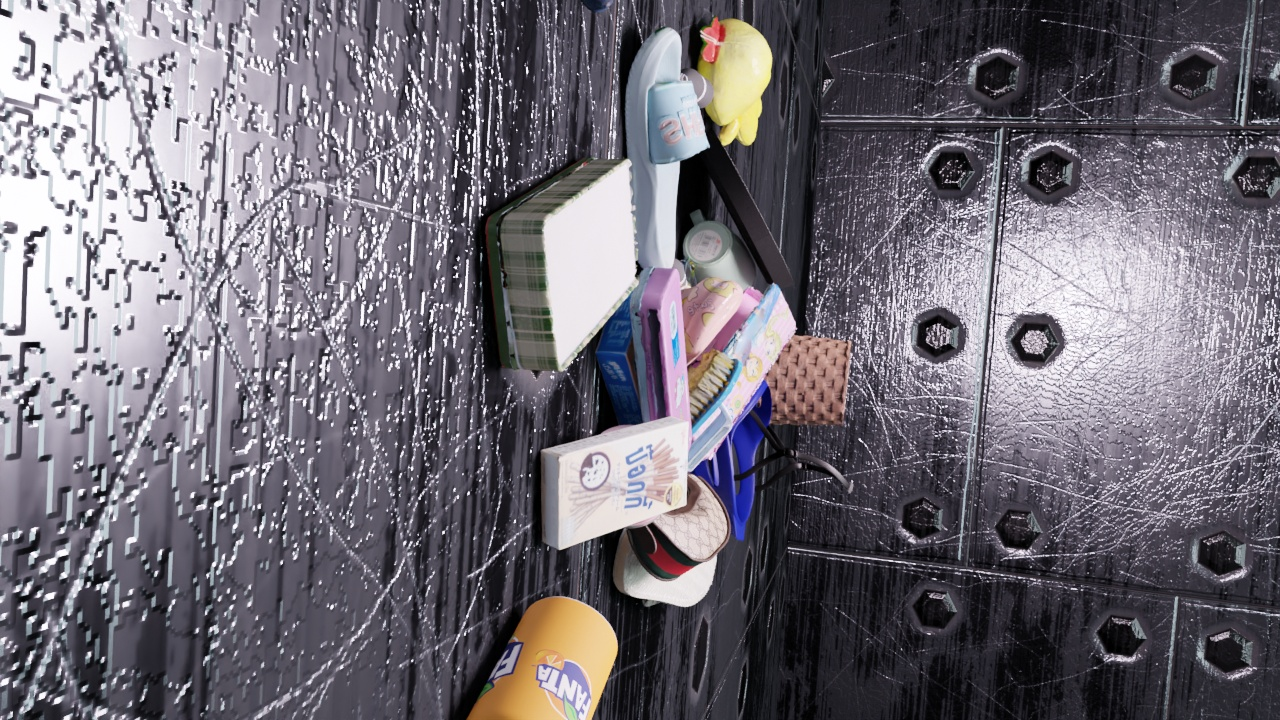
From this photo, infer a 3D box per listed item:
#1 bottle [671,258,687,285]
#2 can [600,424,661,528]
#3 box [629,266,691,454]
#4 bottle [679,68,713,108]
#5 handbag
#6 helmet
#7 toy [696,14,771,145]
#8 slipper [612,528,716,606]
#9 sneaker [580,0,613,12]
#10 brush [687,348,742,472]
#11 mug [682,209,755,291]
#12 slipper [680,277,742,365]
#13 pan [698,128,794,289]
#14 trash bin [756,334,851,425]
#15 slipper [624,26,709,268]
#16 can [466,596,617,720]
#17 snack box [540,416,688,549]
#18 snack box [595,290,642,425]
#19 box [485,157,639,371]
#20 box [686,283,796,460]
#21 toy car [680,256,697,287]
[{"bbox_3d":[0.037,-0.095,1.054,0.113,0.030,0.030,71,28,-57],"label":"bottle"},{"bbox_3d":[-0.011,0.109,0.867,0.067,0.067,0.076,-66,156,-51],"label":"can"},{"bbox_3d":[0.019,0.016,0.878,0.076,0.036,0.214,-65,155,-52],"label":"box"},{"bbox_3d":[0.058,-0.313,1.053,0.109,0.036,0.036,-27,120,-72],"label":"bottle"},{"bbox_3d":[0.026,0.157,0.977,0.138,0.063,0.166,56,25,6],"label":"handbag"},{"bbox_3d":[0.151,0.105,1.157,0.147,0.228,0.241,37,53,-67],"label":"helmet"},{"bbox_3d":[0.125,-0.358,1.188,0.208,0.092,0.133,56,43,-70],"label":"toy"},{"bbox_3d":[0.028,0.233,1.079,0.272,0.054,0.114,24,69,-64],"label":"slipper"},{"bbox_3d":[-0.029,-0.312,0.653,0.127,0.121,0.294,-65,166,13],"label":"sneaker"},{"bbox_3d":[0.066,0.053,0.986,0.136,0.075,0.055,-49,-156,17],"label":"brush"},{"bbox_3d":[0.092,-0.142,1.176,0.111,0.084,0.104,70,11,23],"label":"mug"},{"bbox_3d":[0.046,-0.045,1.025,0.093,0.081,0.198,-51,178,-18],"label":"slipper"},{"bbox_3d":[0.153,-0.176,1.244,0.225,0.034,0.356,65,9,20],"label":"pan"},{"bbox_3d":[0.186,0.025,1.297,0.151,0.210,0.151,6,89,-75],"label":"trash bin"},{"bbox_3d":[0.032,-0.205,0.921,0.103,0.074,0.246,-54,147,-64],"label":"slipper"},{"bbox_3d":[-0.072,0.243,0.659,0.142,0.079,0.079,-59,150,-58],"label":"can"},{"bbox_3d":[-0.019,0.101,0.781,0.149,0.026,0.082,-11,108,-43],"label":"snack box"},{"bbox_3d":[-0.005,0.005,0.921,0.151,0.034,0.087,74,26,-51],"label":"snack box"},{"bbox_3d":[-0.053,-0.080,0.697,0.205,0.050,0.118,-59,147,-60],"label":"box"},{"bbox_3d":[0.110,0.007,1.086,0.229,0.084,0.077,-53,-177,-27],"label":"box"},{"bbox_3d":[0.055,-0.089,1.129,0.090,0.027,0.038,71,29,-52],"label":"toy car"}]
